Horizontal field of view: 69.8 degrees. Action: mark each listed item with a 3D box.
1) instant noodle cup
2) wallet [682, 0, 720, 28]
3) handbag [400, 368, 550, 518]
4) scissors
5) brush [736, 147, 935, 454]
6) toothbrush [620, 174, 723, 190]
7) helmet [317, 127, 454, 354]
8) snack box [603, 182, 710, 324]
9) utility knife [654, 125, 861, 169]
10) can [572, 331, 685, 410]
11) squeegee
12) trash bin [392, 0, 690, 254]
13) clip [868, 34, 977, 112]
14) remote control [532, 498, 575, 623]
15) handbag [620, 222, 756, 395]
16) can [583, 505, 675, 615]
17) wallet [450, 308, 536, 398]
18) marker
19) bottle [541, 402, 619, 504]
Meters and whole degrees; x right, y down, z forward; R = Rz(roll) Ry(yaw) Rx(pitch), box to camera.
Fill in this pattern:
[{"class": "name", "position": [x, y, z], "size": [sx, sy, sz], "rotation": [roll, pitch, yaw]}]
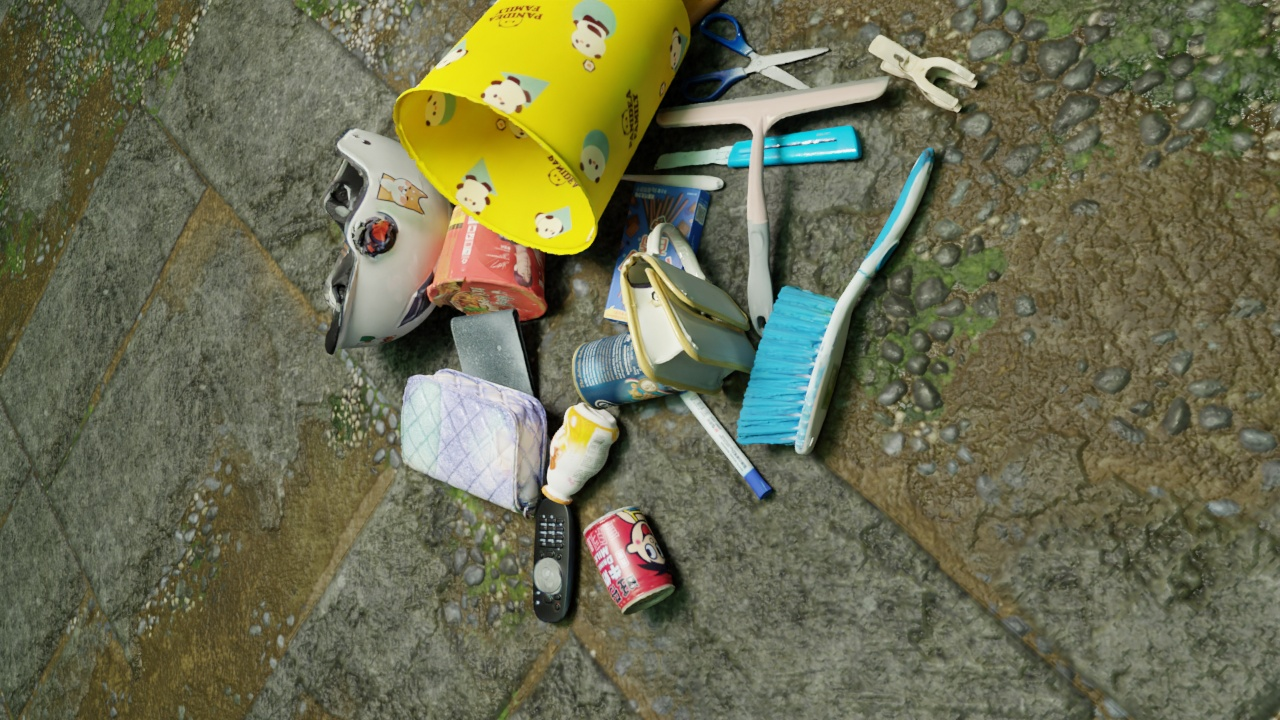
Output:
[{"class": "instant noodle cup", "position": [-0.169, -0.117, 1.063], "size": [0.138, 0.137, 0.108], "rotation": [-5, 71, 32]}, {"class": "wallet", "position": [0.044, -0.431, 1.027], "size": [0.131, 0.035, 0.119], "rotation": [-38, 64, 21]}, {"class": "handbag", "position": [-0.191, 0.091, 1.068], "size": [0.194, 0.075, 0.134], "rotation": [17, 109, 34]}, {"class": "scissors", "position": [0.115, -0.321, 0.978], "size": [0.163, 0.012, 0.164], "rotation": [-26, 70, 26]}, {"class": "brush", "position": [0.184, -0.058, 0.871], "size": [0.109, 0.060, 0.314], "rotation": [16, 89, 28]}, {"class": "toothbrush", "position": [0.013, -0.203, 1.022], "size": [0.180, 0.016, 0.016], "rotation": [12, 91, 34]}, {"class": "helmet", "position": [-0.305, -0.141, 1.128], "size": [0.231, 0.156, 0.273], "rotation": [145, 123, -61]}, {"class": "snack box", "position": [0.017, -0.113, 0.999], "size": [0.085, 0.026, 0.157], "rotation": [13, 90, 32]}, {"class": "utility knife", "position": [0.115, -0.216, 0.958], "size": [0.239, 0.018, 0.034], "rotation": [2, 84, 34]}, {"class": "can", "position": [-0.006, 0.006, 0.963], "size": [0.111, 0.075, 0.075], "rotation": [-14, 75, 33]}, {"class": "squeegee", "position": [0.120, -0.147, 0.913], "size": [0.248, 0.040, 0.249], "rotation": [0, 91, 29]}, {"class": "trash bin", "position": [-0.086, -0.280, 0.945], "size": [0.230, 0.230, 0.254], "rotation": [15, 64, 34]}, {"class": "clip", "position": [0.262, -0.268, 0.858], "size": [0.100, 0.071, 0.035], "rotation": [36, 103, 25]}, {"class": "remote control", "position": [-0.095, 0.221, 1.021], "size": [0.053, 0.024, 0.136], "rotation": [-2, 83, 31]}, {"class": "handbag", "position": [0.045, -0.063, 0.891], "size": [0.063, 0.163, 0.178], "rotation": [-25, 71, 26]}, {"class": "can", "position": [-0.011, 0.206, 0.943], "size": [0.067, 0.066, 0.093], "rotation": [-38, 64, 22]}, {"class": "wallet", "position": [-0.172, 0.002, 1.087], "size": [0.097, 0.019, 0.121], "rotation": [-5, 104, 33]}, {"class": "marker", "position": [0.084, 0.081, 0.932], "size": [0.017, 0.016, 0.145], "rotation": [-47, 61, 18]}, {"class": "bottle", "position": [-0.069, 0.103, 0.999], "size": [0.063, 0.063, 0.108], "rotation": [32, 101, 32]}]
